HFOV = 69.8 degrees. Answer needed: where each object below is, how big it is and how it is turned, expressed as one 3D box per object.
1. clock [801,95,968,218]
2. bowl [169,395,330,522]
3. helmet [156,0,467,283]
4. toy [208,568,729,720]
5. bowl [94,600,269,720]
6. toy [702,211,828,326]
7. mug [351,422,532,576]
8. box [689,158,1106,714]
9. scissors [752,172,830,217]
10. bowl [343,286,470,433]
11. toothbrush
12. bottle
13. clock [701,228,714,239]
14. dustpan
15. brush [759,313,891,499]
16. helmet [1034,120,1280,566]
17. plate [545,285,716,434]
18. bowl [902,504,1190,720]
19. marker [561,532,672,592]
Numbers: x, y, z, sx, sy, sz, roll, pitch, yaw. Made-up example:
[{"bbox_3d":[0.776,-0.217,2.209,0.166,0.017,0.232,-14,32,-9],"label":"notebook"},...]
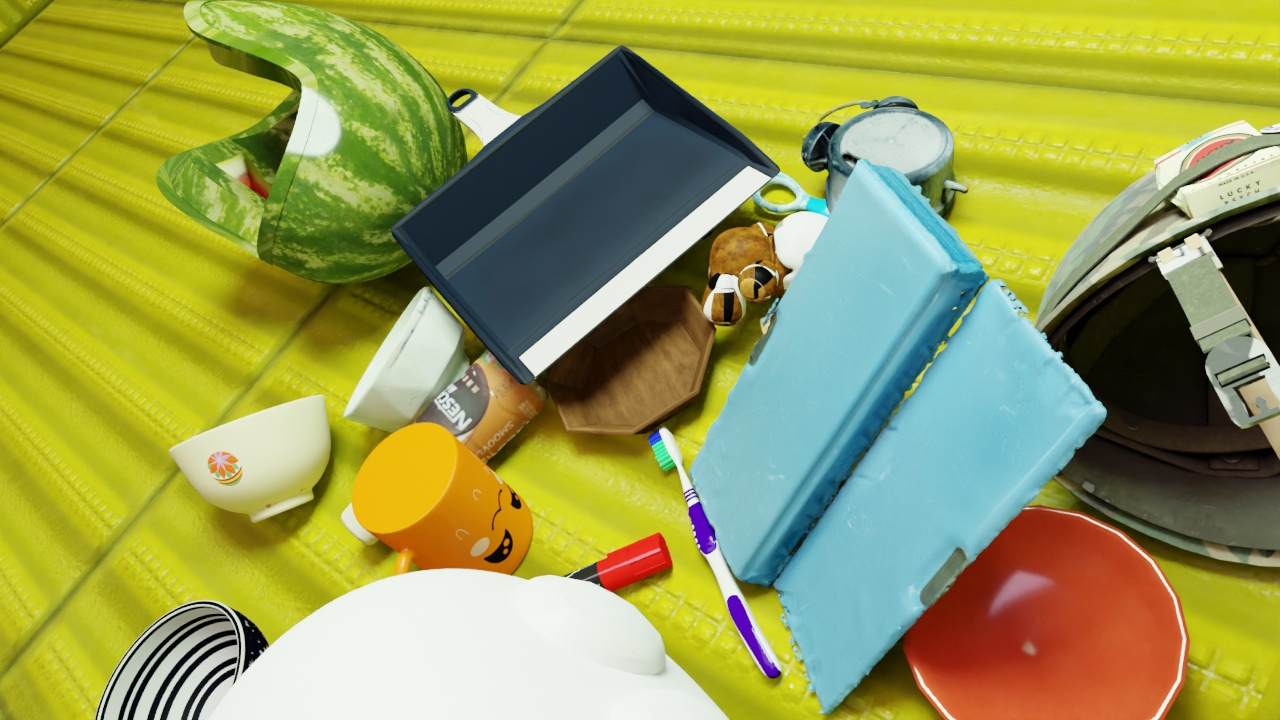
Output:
[{"bbox_3d":[0.167,-0.140,0.639,0.090,0.052,0.129,-22,48,-4],"label":"clock"},{"bbox_3d":[-0.290,0.083,0.712,0.118,0.118,0.074,-22,90,13],"label":"bowl"},{"bbox_3d":[-0.271,-0.183,0.806,0.247,0.242,0.214,40,123,14],"label":"helmet"},{"bbox_3d":[-0.073,0.226,0.360,0.281,0.265,0.263,-54,45,4],"label":"toy"},{"bbox_3d":[-0.290,0.229,0.611,0.120,0.066,0.120,-15,50,19],"label":"bowl"},{"bbox_3d":[0.099,-0.066,0.618,0.113,0.067,0.087,0,33,11],"label":"toy"},{"bbox_3d":[-0.129,0.112,0.590,0.078,0.096,0.112,-8,53,24],"label":"mug"},{"bbox_3d":[0.104,0.043,0.455,0.174,0.033,0.232,64,142,41],"label":"box"},{"bbox_3d":[0.149,-0.118,0.670,0.127,0.012,0.137,-36,47,-4],"label":"scissors"},{"bbox_3d":[-0.171,0.008,0.705,0.118,0.061,0.117,-50,19,24],"label":"bowl"},{"bbox_3d":[0.041,0.109,0.553,0.016,0.015,0.186,-33,47,9],"label":"toothbrush"},{"bbox_3d":[-0.143,0.064,0.661,0.167,0.059,0.059,-44,47,-7],"label":"bottle"},{"bbox_3d":[0.021,-0.129,0.728,0.121,0.042,0.091,-10,52,23],"label":"clock"},{"bbox_3d":[-0.074,-0.141,0.698,0.236,0.080,0.273,-41,41,-7],"label":"dustpan"},{"bbox_3d":[0.117,0.036,0.537,0.043,0.059,0.195,-20,44,-2],"label":"brush"},{"bbox_3d":[0.271,0.001,0.378,0.225,0.192,0.235,-22,27,50],"label":"helmet"},{"bbox_3d":[-0.004,0.004,0.651,0.131,0.025,0.131,-15,50,19],"label":"plate"},{"bbox_3d":[0.190,0.132,0.437,0.122,0.035,0.121,-15,50,19],"label":"bowl"},{"bbox_3d":[-0.050,0.145,0.572,0.145,0.021,0.023,-25,40,11],"label":"marker"}]
